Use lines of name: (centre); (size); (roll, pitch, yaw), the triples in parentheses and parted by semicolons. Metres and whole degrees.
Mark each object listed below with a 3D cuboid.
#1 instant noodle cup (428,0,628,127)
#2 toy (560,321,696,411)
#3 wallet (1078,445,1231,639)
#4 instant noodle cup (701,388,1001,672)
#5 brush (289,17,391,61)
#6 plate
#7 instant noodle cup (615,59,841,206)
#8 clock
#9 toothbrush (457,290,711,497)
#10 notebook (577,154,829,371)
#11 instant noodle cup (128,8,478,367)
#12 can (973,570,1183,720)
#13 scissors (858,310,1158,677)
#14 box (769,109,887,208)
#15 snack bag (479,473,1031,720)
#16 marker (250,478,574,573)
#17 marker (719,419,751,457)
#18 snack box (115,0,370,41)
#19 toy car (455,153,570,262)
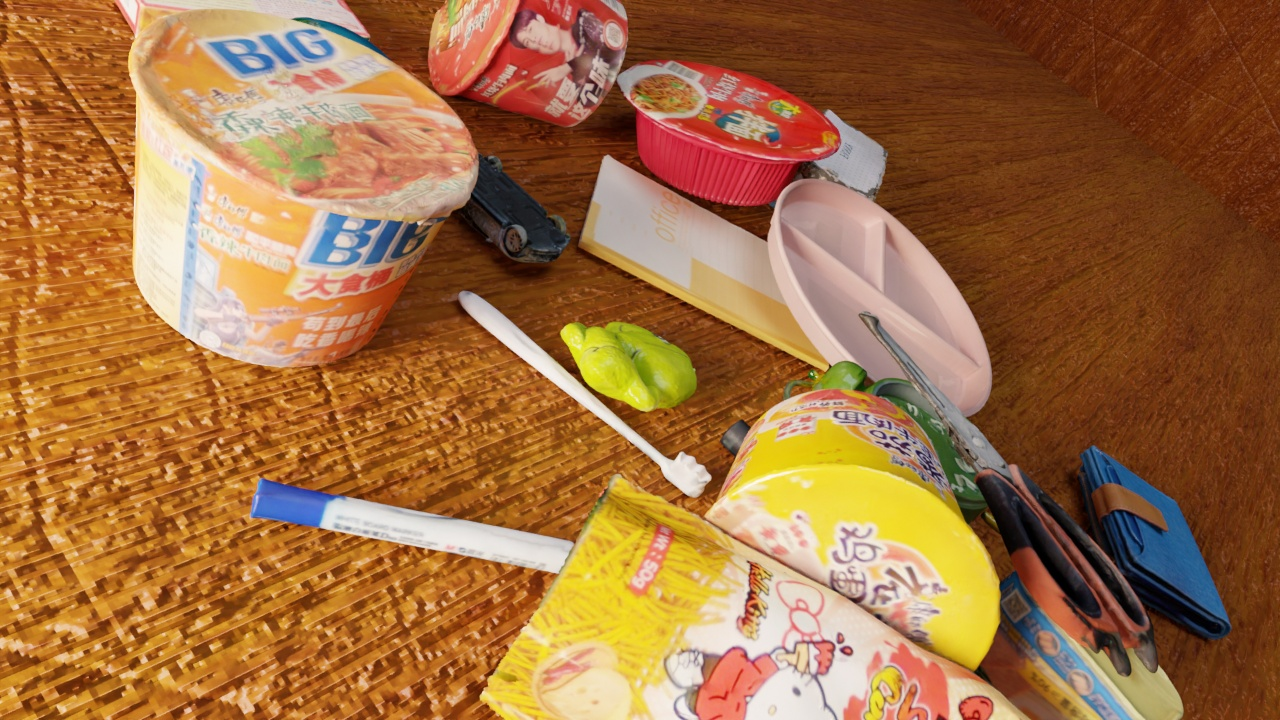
instant noodle cup: (-0.082, -0.249, 0.704); (0.108, 0.138, 0.137); (16, 38, -37)
toy: (-0.003, 0.003, 0.536); (0.100, 0.031, 0.096); (19, 24, -38)
wallet: (0.389, 0.135, 0.703); (0.106, 0.040, 0.132); (32, 34, -11)
instant noodle cup: (0.095, 0.084, 0.448); (0.138, 0.138, 0.109); (32, 27, -3)
brush: (-0.180, -0.161, 0.563); (0.144, 0.074, 0.055); (40, 30, 9)
plate: (0.188, -0.048, 0.728); (0.229, 0.028, 0.229); (24, 44, -26)
instant noodle cup: (0.068, -0.191, 0.784); (0.194, 0.066, 0.193); (12, 36, -9)
clock: (0.159, 0.059, 0.588); (0.161, 0.056, 0.116); (23, 35, -15)
toothbrush: (-0.033, 0.015, 0.519); (0.180, 0.016, 0.016); (38, 32, 7)
notebook: (0.054, -0.078, 0.708); (0.206, 0.010, 0.145); (26, 35, -12)
instant noodle cup: (-0.166, -0.076, 0.437); (0.151, 0.112, 0.151); (22, 37, -17)
can: (0.211, 0.165, 0.478); (0.057, 0.083, 0.102); (-7, 52, -44)
scissors: (0.175, 0.059, 0.467); (0.209, 0.015, 0.181); (35, 34, -10)
box: (0.188, -0.185, 0.902); (0.090, 0.064, 0.183); (35, 33, 1)
snack bag: (0.049, 0.145, 0.373); (0.208, 0.073, 0.128); (32, 72, 3)
marker: (-0.093, 0.074, 0.400); (0.145, 0.017, 0.016); (17, 38, -23)
marker: (0.099, 0.086, 0.540); (0.132, 0.020, 0.022); (45, 19, 14)
snack box: (-0.273, -0.243, 0.627); (0.155, 0.027, 0.077); (-11, 54, -45)
toy car: (-0.092, -0.097, 0.594); (0.105, 0.031, 0.048); (43, 36, 15)
